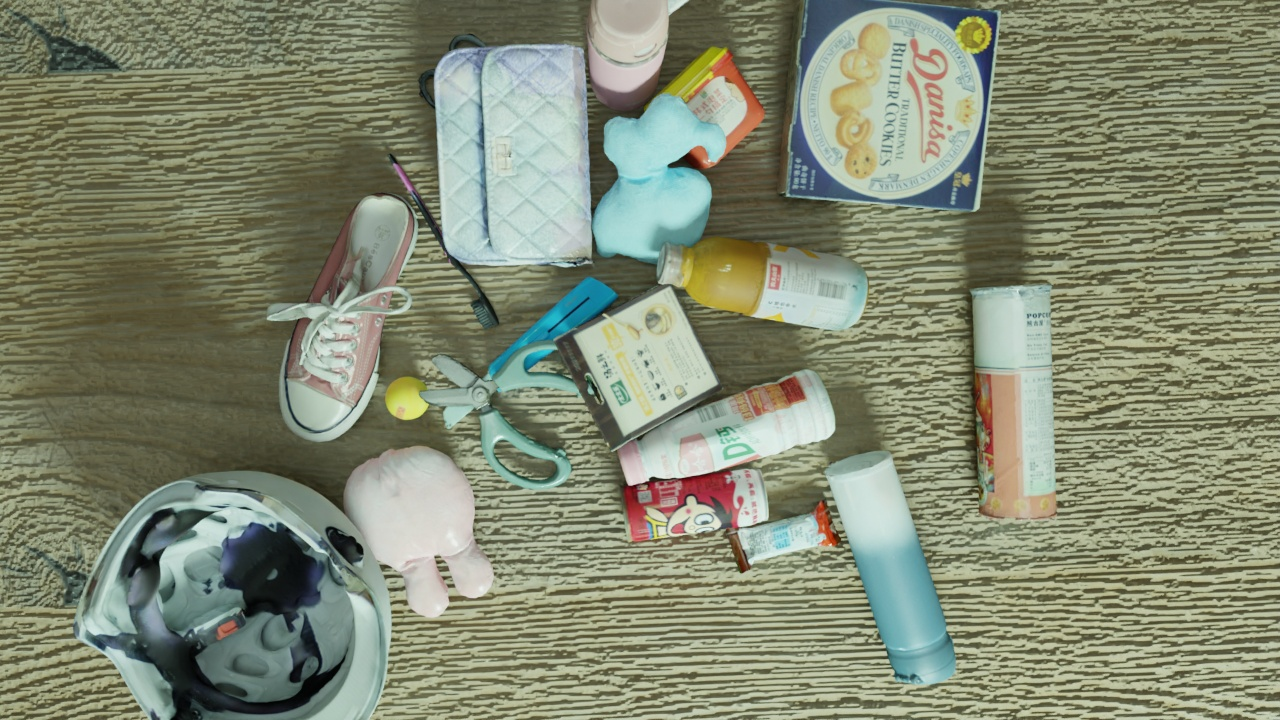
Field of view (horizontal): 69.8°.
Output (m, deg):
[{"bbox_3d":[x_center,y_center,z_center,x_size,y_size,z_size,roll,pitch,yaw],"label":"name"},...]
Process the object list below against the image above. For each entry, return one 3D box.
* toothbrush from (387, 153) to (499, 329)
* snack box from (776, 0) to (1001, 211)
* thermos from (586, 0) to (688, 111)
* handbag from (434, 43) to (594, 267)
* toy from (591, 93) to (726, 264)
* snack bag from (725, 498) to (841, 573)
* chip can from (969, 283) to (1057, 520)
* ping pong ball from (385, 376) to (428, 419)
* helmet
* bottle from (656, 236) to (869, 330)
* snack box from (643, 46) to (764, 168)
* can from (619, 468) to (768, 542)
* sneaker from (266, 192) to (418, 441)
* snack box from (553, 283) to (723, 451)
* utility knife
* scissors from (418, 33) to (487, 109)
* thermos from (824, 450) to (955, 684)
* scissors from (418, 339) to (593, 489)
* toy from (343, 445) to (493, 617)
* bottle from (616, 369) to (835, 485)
[{"bbox_3d":[-0.188,-0.111,0.860,0.018,0.014,0.189,-31,92,12],"label":"toothbrush"},{"bbox_3d":[0.226,-0.234,0.844,0.182,0.045,0.178,4,97,-1],"label":"snack box"},{"bbox_3d":[-0.003,-0.268,0.765,0.087,0.198,0.067,-28,92,-2],"label":"thermos"},{"bbox_3d":[-0.112,-0.178,0.820,0.134,0.075,0.194,-3,99,-1],"label":"handbag"},{"bbox_3d":[0.014,-0.150,0.821,0.162,0.049,0.156,-20,120,25],"label":"toy"},{"bbox_3d":[0.137,0.167,0.874,0.104,0.026,0.048,-18,87,0],"label":"snack bag"},{"bbox_3d":[0.347,0.038,0.851,0.071,0.071,0.214,-3,93,-2],"label":"chip can"},{"bbox_3d":[-0.216,0.035,0.852,0.040,0.040,0.040,0,92,-2],"label":"ping pong ball"},{"bbox_3d":[-0.328,0.208,0.804,0.258,0.145,0.229,39,99,-7],"label":"helmet"},{"bbox_3d":[0.109,-0.073,0.830,0.189,0.068,0.068,9,92,-11],"label":"bottle"},{"bbox_3d":[0.059,-0.225,0.829,0.091,0.082,0.080,-42,103,1],"label":"snack box"},{"bbox_3d":[0.050,0.134,0.857,0.133,0.053,0.053,-8,93,-1],"label":"can"},{"bbox_3d":[-0.268,-0.040,0.823,0.118,0.088,0.241,22,91,-3],"label":"sneaker"},{"bbox_3d":[-0.005,0.005,0.836,0.125,0.053,0.113,-28,93,-15],"label":"snack box"},{"bbox_3d":[-0.108,-0.006,0.865,0.205,0.018,0.034,-41,94,2],"label":"utility knife"},{"bbox_3d":[-0.122,-0.232,0.856,0.170,0.014,0.150,5,94,-2],"label":"scissors"},{"bbox_3d":[0.238,0.196,0.861,0.070,0.070,0.220,-20,94,-1],"label":"thermos"},{"bbox_3d":[-0.109,0.029,0.853,0.175,0.019,0.176,43,90,-13],"label":"scissors"},{"bbox_3d":[-0.204,0.157,0.851,0.121,0.054,0.159,-24,92,8],"label":"toy"},{"bbox_3d":[0.077,0.068,0.847,0.197,0.068,0.068,-18,93,-1],"label":"bottle"}]
